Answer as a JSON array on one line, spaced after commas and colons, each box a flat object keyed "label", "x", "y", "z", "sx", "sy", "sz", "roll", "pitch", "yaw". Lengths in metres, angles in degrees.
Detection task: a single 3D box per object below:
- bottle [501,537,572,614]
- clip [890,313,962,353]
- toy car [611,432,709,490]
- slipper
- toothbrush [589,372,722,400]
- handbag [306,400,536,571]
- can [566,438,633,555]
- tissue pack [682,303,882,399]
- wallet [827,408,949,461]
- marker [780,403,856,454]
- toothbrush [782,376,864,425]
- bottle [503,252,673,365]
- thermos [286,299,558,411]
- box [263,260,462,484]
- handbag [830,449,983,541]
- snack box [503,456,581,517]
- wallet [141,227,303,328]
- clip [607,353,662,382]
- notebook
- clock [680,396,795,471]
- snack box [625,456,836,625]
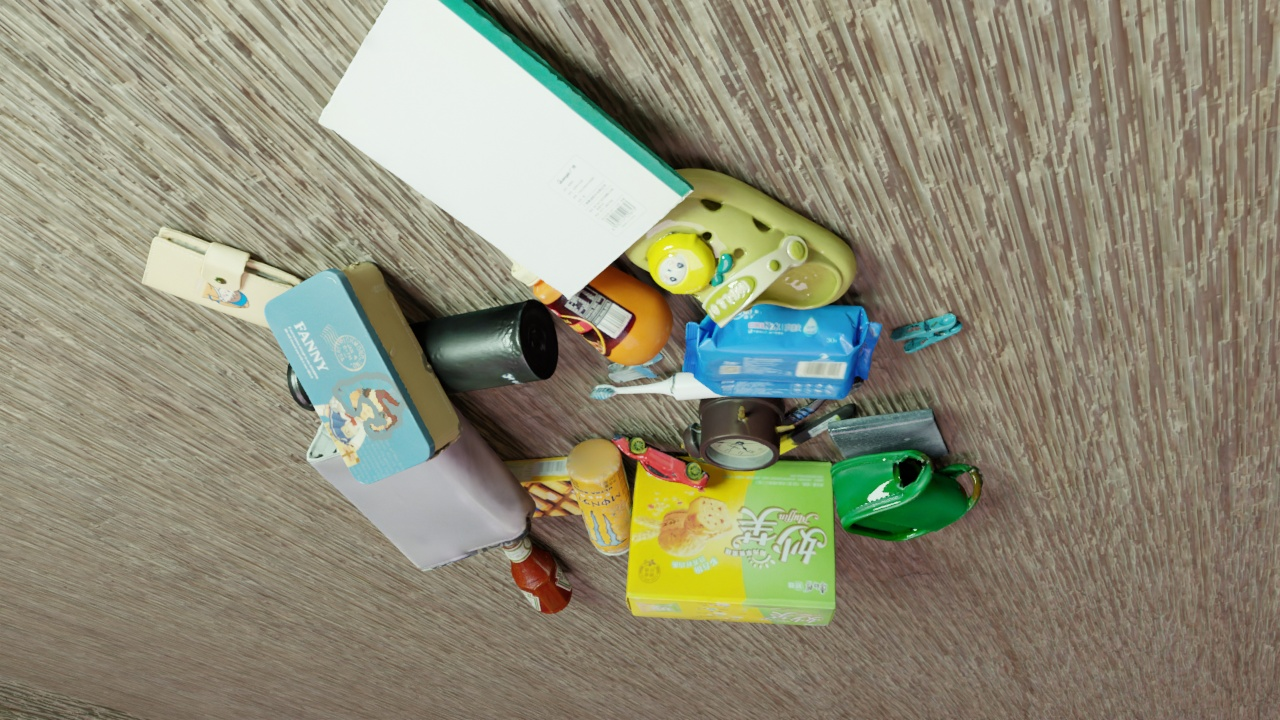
[{"label": "bottle", "x": -0.144, "y": 0.268, "z": 1.202, "sx": 0.060, "sy": 0.059, "sz": 0.206, "roll": -4, "pitch": 142, "yaw": 14}, {"label": "clip", "x": 0.236, "y": -0.023, "z": 0.753, "sx": 0.056, "sy": 0.013, "sz": 0.039, "roll": -21, "pitch": 139, "yaw": 36}, {"label": "toy car", "x": 0.018, "y": 0.102, "z": 0.926, "sx": 0.106, "sy": 0.031, "sz": 0.049, "roll": 26, "pitch": 174, "yaw": 1}, {"label": "slipper", "x": 0.071, "y": -0.068, "z": 0.649, "sx": 0.190, "sy": 0.081, "sz": 0.092, "roll": 17, "pitch": 142, "yaw": -21}, {"label": "toothbrush", "x": 0.060, "y": 0.021, "z": 0.830, "sx": 0.221, "sy": 0.026, "sz": 0.027, "roll": -5, "pitch": 105, "yaw": 16}, {"label": "handbag", "x": -0.212, "y": 0.114, "z": 0.924, "sx": 0.145, "sy": 0.098, "sz": 0.197, "roll": -11, "pitch": 133, "yaw": 24}, {"label": "can", "x": -0.038, "y": 0.149, "z": 0.989, "sx": 0.058, "sy": 0.058, "sz": 0.146, "roll": -1, "pitch": 137, "yaw": 10}, {"label": "tissue pack", "x": 0.112, "y": -0.010, "z": 0.748, "sx": 0.157, "sy": 0.052, "sz": 0.095, "roll": 2, "pitch": 153, "yaw": 5}, {"label": "wallet", "x": 0.241, "y": 0.078, "z": 0.885, "sx": 0.097, "sy": 0.019, "sz": 0.121, "roll": -9, "pitch": 154, "yaw": 22}, {"label": "marker", "x": 0.163, "y": 0.070, "z": 0.902, "sx": 0.018, "sy": 0.015, "sz": 0.124, "roll": 22, "pitch": 140, "yaw": -32}, {"label": "toothbrush", "x": 0.149, "y": 0.055, "z": 0.879, "sx": 0.014, "sy": 0.016, "sz": 0.190, "roll": 27, "pitch": 142, "yaw": -20}, {"label": "bottle", "x": -0.045, "y": -0.054, "z": 0.708, "sx": 0.149, "sy": 0.066, "sz": 0.067, "roll": 33, "pitch": 138, "yaw": -25}, {"label": "thermos", "x": -0.189, "y": -0.001, "z": 0.810, "sx": 0.243, "sy": 0.068, "sz": 0.089, "roll": -8, "pitch": 176, "yaw": 23}, {"label": "box", "x": -0.225, "y": 0.004, "z": 0.742, "sx": 0.090, "sy": 0.059, "sz": 0.184, "roll": -25, "pitch": 100, "yaw": 24}, {"label": "handbag", "x": 0.263, "y": 0.129, "z": 0.914, "sx": 0.131, "sy": 0.067, "sz": 0.120, "roll": 21, "pitch": 140, "yaw": -40}, {"label": "snack box", "x": -0.129, "y": 0.146, "z": 1.039, "sx": 0.140, "sy": 0.033, "sz": 0.087, "roll": -4, "pitch": 145, "yaw": 16}, {"label": "wallet", "x": -0.346, "y": -0.066, "z": 0.760, "sx": 0.115, "sy": 0.024, "sz": 0.088, "roll": 23, "pitch": 141, "yaw": -23}, {"label": "clip", "x": -0.007, "y": 0.007, "z": 0.828, "sx": 0.027, "sy": 0.044, "sz": 0.058, "roll": 29, "pitch": 145, "yaw": -34}, {"label": "notebook", "x": -0.089, "y": -0.134, "z": 0.590, "sx": 0.209, "sy": 0.012, "sz": 0.151, "roll": 36, "pitch": 138, "yaw": -18}, {"label": "clock", "x": 0.089, "y": 0.071, "z": 0.875, "sx": 0.082, "sy": 0.055, "sz": 0.122, "roll": 19, "pitch": 146, "yaw": -20}, {"label": "snack box", "x": 0.095, "y": 0.184, "z": 0.951, "sx": 0.210, "sy": 0.157, "sz": 0.070, "roll": 1, "pitch": 150, "yaw": 6}]
